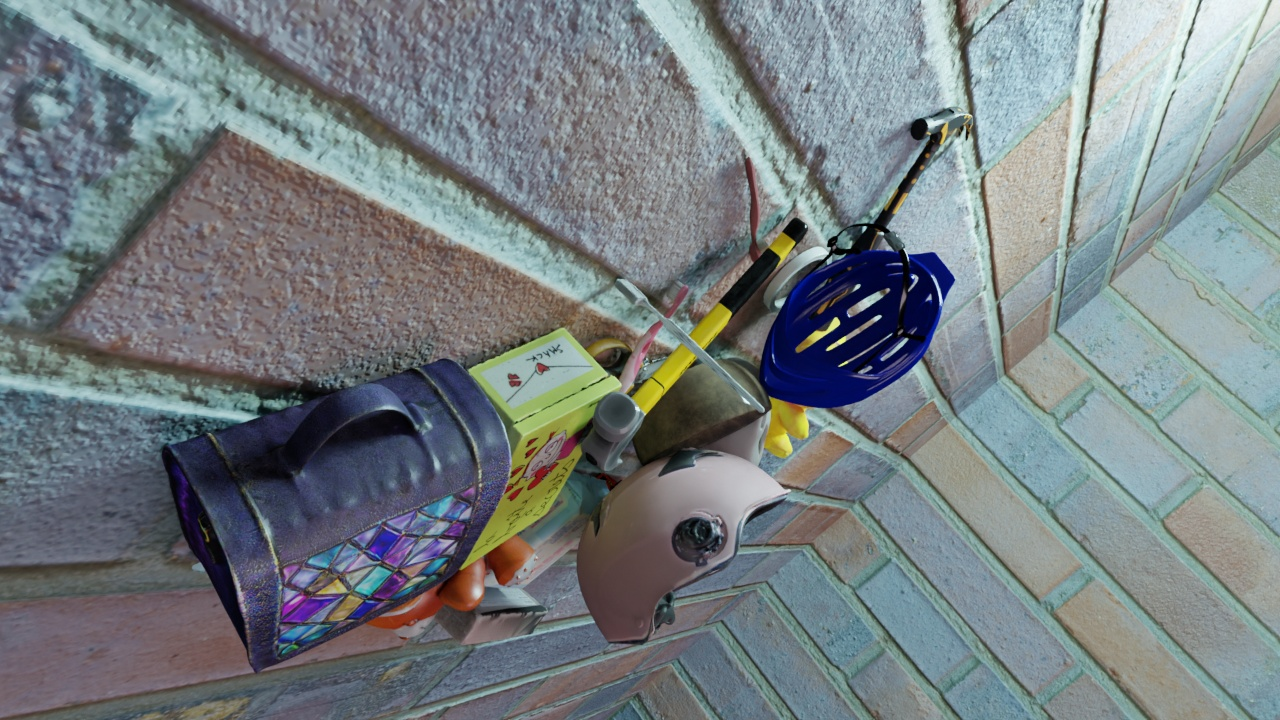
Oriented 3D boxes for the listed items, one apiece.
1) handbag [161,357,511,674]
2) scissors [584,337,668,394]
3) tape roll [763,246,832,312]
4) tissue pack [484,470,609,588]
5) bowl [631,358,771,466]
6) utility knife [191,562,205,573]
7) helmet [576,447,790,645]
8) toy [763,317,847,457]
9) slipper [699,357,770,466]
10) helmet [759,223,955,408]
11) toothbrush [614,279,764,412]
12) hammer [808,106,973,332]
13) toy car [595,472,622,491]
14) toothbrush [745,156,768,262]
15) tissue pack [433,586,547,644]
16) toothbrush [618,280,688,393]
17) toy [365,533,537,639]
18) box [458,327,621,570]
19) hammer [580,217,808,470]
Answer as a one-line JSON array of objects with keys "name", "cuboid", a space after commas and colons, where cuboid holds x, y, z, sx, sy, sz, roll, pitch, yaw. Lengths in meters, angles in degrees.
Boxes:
[{"name": "handbag", "cuboid": [-0.214, 0.097, 0.661, 0.204, 0.125, 0.223, -21, 150, -38]}, {"name": "scissors", "cuboid": [-0.005, 0.005, 0.947, 0.227, 0.016, 0.134, -24, 143, -48]}, {"name": "tape roll", "cuboid": [0.181, -0.092, 1.058, 0.093, 0.013, 0.093, -33, 157, -16]}, {"name": "tissue pack", "cuboid": [-0.123, 0.196, 1.061, 0.182, 0.070, 0.112, -40, 158, 6]}, {"name": "bowl", "cuboid": [0.061, 0.055, 1.034, 0.162, 0.070, 0.162, -23, 168, -5]}, {"name": "utility knife", "cuboid": [-0.271, 0.134, 0.782, 0.218, 0.019, 0.031, -24, 148, -44]}, {"name": "helmet", "cuboid": [0.036, 0.188, 1.008, 0.255, 0.152, 0.230, -41, 164, 4]}, {"name": "toy", "cuboid": [0.204, 0.031, 1.232, 0.087, 0.134, 0.194, 23, 133, -15]}, {"name": "slipper", "cuboid": [0.125, 0.077, 1.190, 0.080, 0.113, 0.266, -39, 155, -31]}, {"name": "helmet", "cuboid": [0.225, -0.050, 0.991, 0.241, 0.147, 0.228, -31, 156, 3]}, {"name": "toothbrush", "cuboid": [0.038, -0.014, 0.766, 0.010, 0.181, 0.010, -6, 132, -49]}, {"name": "hammer", "cuboid": [0.279, -0.155, 1.071, 0.123, 0.036, 0.322, -20, 148, -41]}, {"name": "toy car", "cuboid": [-0.039, 0.176, 1.175, 0.051, 0.049, 0.100, -40, 158, 0]}, {"name": "toothbrush", "cuboid": [0.109, -0.138, 0.862, 0.015, 0.015, 0.184, -40, 157, -7]}, {"name": "tissue pack", "cuboid": [-0.197, 0.295, 1.099, 0.071, 0.104, 0.181, -57, 158, 3]}, {"name": "toothbrush", "cuboid": [0.008, -0.019, 0.897, 0.135, 0.016, 0.021, -58, 157, 19]}, {"name": "toy", "cuboid": [-0.206, 0.215, 0.911, 0.172, 0.093, 0.164, -19, -169, -41]}, {"name": "box", "cuboid": [-0.117, 0.085, 0.834, 0.124, 0.082, 0.222, -26, 153, -44]}, {"name": "hammer", "cuboid": [0.057, -0.022, 0.860, 0.323, 0.034, 0.170, -47, 171, -20]}]
